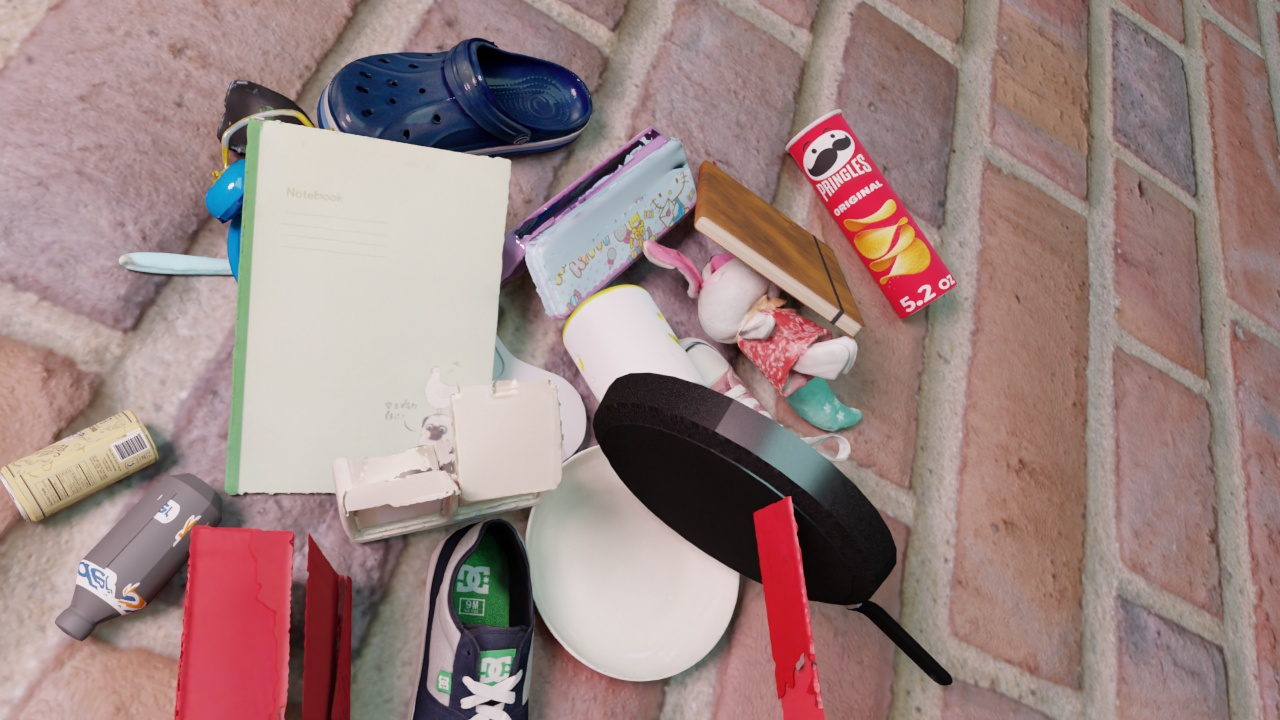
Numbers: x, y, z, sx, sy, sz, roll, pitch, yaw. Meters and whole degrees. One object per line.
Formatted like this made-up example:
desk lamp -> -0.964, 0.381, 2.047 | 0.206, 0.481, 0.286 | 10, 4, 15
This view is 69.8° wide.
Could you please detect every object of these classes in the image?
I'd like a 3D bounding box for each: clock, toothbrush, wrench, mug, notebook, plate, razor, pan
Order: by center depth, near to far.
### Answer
pan -> 0.108, 0.137, 0.645 | 0.356, 0.226, 0.034 | 45, 66, -18
notebook -> -0.189, -0.029, 0.649 | 0.181, 0.010, 0.252 | 4, 94, -26
clock -> -0.241, -0.097, 0.657 | 0.116, 0.060, 0.161 | -28, 108, -19
toothbrush -> -0.284, -0.070, 0.682 | 0.180, 0.017, 0.016 | 0, 69, -27
razor -> -0.268, -0.146, 0.709 | 0.067, 0.054, 0.151 | -35, 94, -20
plate -> -0.009, 0.155, 0.716 | 0.182, 0.034, 0.182 | 11, 64, -24
mug -> -0.004, 0.004, 0.739 | 0.082, 0.083, 0.106 | -12, 55, -31
wrench -> -0.133, -0.035, 0.746 | 0.086, 0.018, 0.273 | -25, 80, -34
notebook -> 0.126, -0.108, 0.838 | 0.178, 0.014, 0.248 | 33, 21, -9

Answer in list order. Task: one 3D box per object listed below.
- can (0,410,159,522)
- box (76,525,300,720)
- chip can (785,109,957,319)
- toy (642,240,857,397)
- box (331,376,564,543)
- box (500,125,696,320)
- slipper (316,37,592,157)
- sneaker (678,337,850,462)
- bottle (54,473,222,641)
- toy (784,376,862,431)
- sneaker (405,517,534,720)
can -> -0.349, 0.065, 0.572 | 0.079, 0.038, 0.038 | -32, 86, -35
box -> -0.314, 0.195, 0.441 | 0.324, 0.153, 0.213 | 12, 63, -40
chip can -> 0.242, -0.153, 0.965 | 0.069, 0.069, 0.220 | -30, 85, -34
toy -> 0.098, -0.044, 0.796 | 0.158, 0.084, 0.194 | 0, 36, -50
box -> -0.120, 0.079, 0.581 | 0.143, 0.192, 0.069 | -11, 65, -15
box -> -0.036, -0.127, 0.791 | 0.096, 0.077, 0.213 | 31, 52, 20
slipper -> -0.147, -0.228, 0.780 | 0.252, 0.095, 0.105 | -14, 78, -36
sneaker -> 0.099, 0.079, 0.775 | 0.118, 0.088, 0.241 | -32, 86, -35
bottle -> -0.308, 0.121, 0.565 | 0.047, 0.047, 0.112 | 38, 56, -8
toy -> 0.165, 0.018, 0.873 | 0.084, 0.033, 0.105 | -9, 71, -42
sneaker -> -0.107, 0.221, 0.608 | 0.084, 0.079, 0.235 | 8, 65, -26
